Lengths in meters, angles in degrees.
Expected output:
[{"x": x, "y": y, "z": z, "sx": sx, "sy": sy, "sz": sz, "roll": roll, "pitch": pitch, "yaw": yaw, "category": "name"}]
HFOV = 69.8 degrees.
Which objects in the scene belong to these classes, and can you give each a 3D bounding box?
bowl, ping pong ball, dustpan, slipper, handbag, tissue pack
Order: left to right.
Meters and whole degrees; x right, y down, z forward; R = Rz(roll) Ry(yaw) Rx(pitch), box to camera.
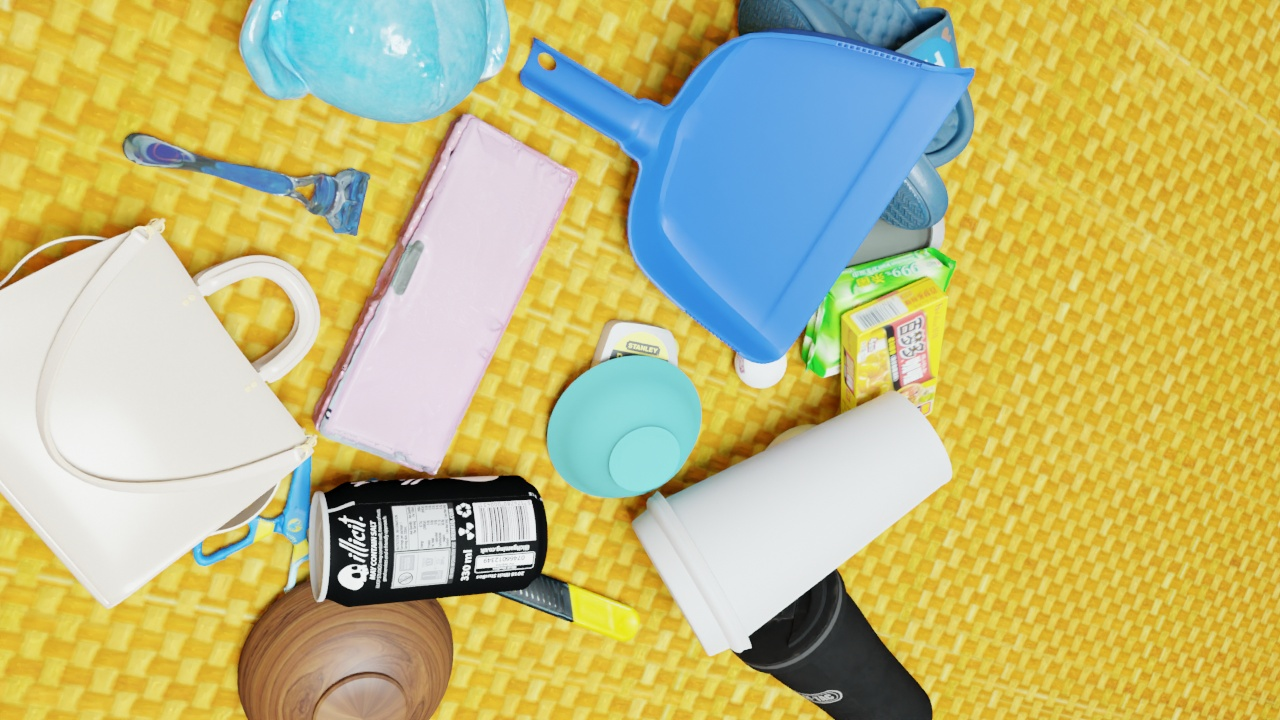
[{"x": -0.281, "y": 0.012, "z": 0.546, "sx": 0.197, "sy": 0.101, "sz": 0.195, "roll": -37, "pitch": 113, "yaw": -24, "category": "handbag"}, {"x": -0.195, "y": 0.224, "z": 0.627, "sx": 0.147, "sy": 0.069, "sz": 0.147, "roll": -7, "pitch": 109, "yaw": -22, "category": "bowl"}, {"x": -0.004, "y": 0.061, "z": 0.672, "sx": 0.121, "sy": 0.046, "sz": 0.121, "roll": -8, "pitch": 117, "yaw": -16, "category": "bowl"}, {"x": 0.039, "y": -0.145, "z": 0.617, "sx": 0.257, "sy": 0.059, "sz": 0.246, "roll": 32, "pitch": 125, "yaw": 5, "category": "dustpan"}, {"x": 0.094, "y": 0.002, "z": 0.716, "sx": 0.040, "sy": 0.040, "sz": 0.040, "roll": -5, "pitch": 104, "yaw": -21, "category": "ping pong ball"}, {"x": 0.147, "y": -0.183, "z": 0.641, "sx": 0.059, "sy": 0.104, "sz": 0.213, "roll": -40, "pitch": 95, "yaw": -10, "category": "slipper"}, {"x": 0.182, "y": -0.036, "z": 0.718, "sx": 0.114, "sy": 0.034, "sz": 0.100, "roll": -17, "pitch": 142, "yaw": -12, "category": "tissue pack"}, {"x": 0.186, "y": -0.235, "z": 0.691, "sx": 0.103, "sy": 0.059, "sz": 0.214, "roll": -42, "pitch": 112, "yaw": -6, "category": "slipper"}]

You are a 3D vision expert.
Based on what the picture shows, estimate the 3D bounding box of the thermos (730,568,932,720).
[{"x": 0.166, "y": 0.254, "z": 0.775, "sx": 0.105, "sy": 0.106, "sz": 0.218, "roll": -47, "pitch": 119, "yaw": -7, "category": "thermos"}]

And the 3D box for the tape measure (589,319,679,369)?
[{"x": -0.004, "y": 0.004, "z": 0.689, "sx": 0.064, "sy": 0.017, "sz": 0.065, "roll": 11, "pitch": 98, "yaw": -24, "category": "tape measure"}]

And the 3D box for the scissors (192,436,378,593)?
[{"x": -0.233, "y": 0.117, "z": 0.624, "sx": 0.125, "sy": 0.016, "sz": 0.125, "roll": -27, "pitch": 115, "yaw": -15, "category": "scissors"}]

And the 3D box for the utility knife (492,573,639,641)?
[{"x": -0.085, "y": 0.171, "z": 0.694, "sx": 0.197, "sy": 0.020, "sz": 0.028, "roll": 29, "pitch": 67, "yaw": -24, "category": "utility knife"}]

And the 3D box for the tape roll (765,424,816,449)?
[{"x": 0.140, "y": 0.101, "z": 0.769, "sx": 0.094, "sy": 0.019, "sz": 0.094, "roll": -5, "pitch": 103, "yaw": -21, "category": "tape roll"}]

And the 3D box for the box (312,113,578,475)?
[{"x": -0.129, "y": -0.042, "z": 0.615, "sx": 0.098, "sy": 0.041, "sz": 0.233, "roll": 27, "pitch": 91, "yaw": -24, "category": "box"}]

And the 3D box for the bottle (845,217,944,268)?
[{"x": 0.180, "y": -0.099, "z": 0.717, "sx": 0.108, "sy": 0.060, "sz": 0.060, "roll": -7, "pitch": 104, "yaw": -20, "category": "bottle"}]

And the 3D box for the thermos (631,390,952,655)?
[{"x": 0.116, "y": 0.113, "z": 0.689, "sx": 0.221, "sy": 0.131, "sz": 0.131, "roll": -30, "pitch": 112, "yaw": -6, "category": "thermos"}]

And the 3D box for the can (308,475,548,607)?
[{"x": -0.142, "y": 0.120, "z": 0.618, "sx": 0.145, "sy": 0.080, "sz": 0.080, "roll": 1, "pitch": 101, "yaw": -27, "category": "can"}]

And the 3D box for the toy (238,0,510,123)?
[{"x": -0.150, "y": -0.228, "z": 0.530, "sx": 0.183, "sy": 0.115, "sz": 0.181, "roll": -20, "pitch": 129, "yaw": -40, "category": "toy"}]

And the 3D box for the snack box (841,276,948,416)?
[{"x": 0.197, "y": 0.005, "z": 0.722, "sx": 0.075, "sy": 0.025, "sz": 0.152, "roll": -23, "pitch": 141, "yaw": -6, "category": "snack box"}]

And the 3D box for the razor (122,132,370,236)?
[{"x": -0.241, "y": -0.112, "z": 0.566, "sx": 0.140, "sy": 0.018, "sz": 0.044, "roll": 11, "pitch": 98, "yaw": -24, "category": "razor"}]
